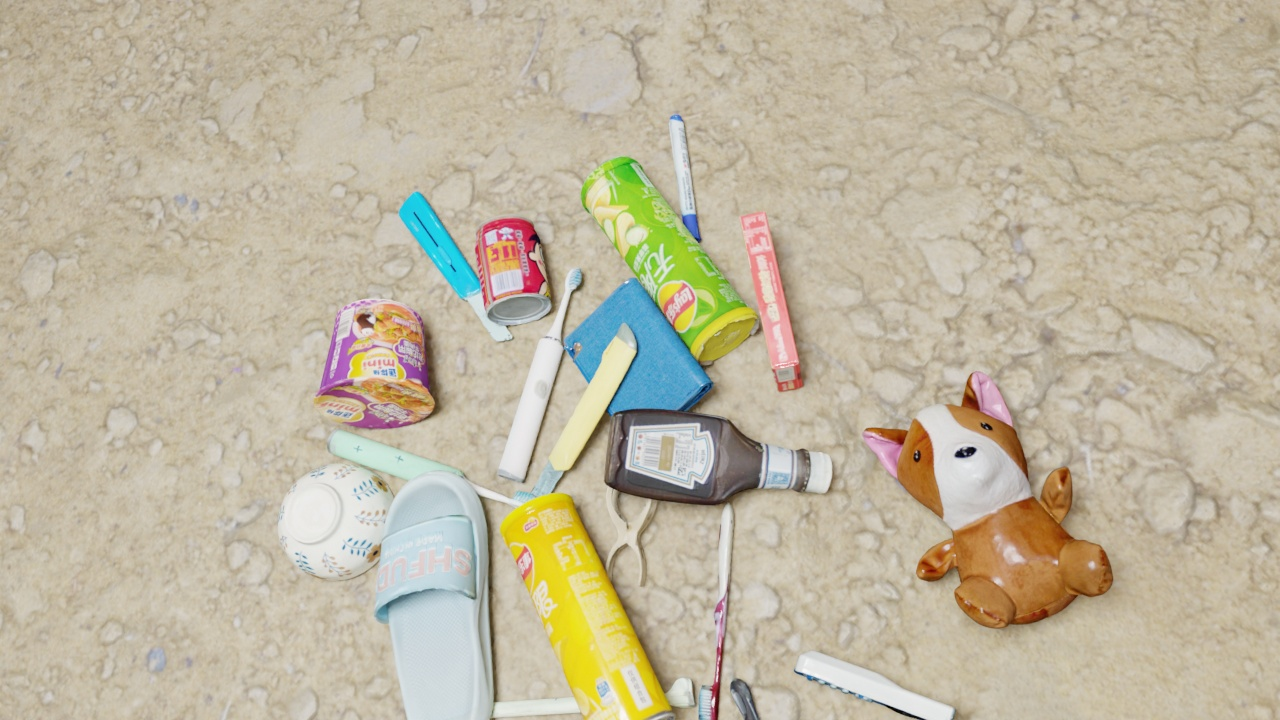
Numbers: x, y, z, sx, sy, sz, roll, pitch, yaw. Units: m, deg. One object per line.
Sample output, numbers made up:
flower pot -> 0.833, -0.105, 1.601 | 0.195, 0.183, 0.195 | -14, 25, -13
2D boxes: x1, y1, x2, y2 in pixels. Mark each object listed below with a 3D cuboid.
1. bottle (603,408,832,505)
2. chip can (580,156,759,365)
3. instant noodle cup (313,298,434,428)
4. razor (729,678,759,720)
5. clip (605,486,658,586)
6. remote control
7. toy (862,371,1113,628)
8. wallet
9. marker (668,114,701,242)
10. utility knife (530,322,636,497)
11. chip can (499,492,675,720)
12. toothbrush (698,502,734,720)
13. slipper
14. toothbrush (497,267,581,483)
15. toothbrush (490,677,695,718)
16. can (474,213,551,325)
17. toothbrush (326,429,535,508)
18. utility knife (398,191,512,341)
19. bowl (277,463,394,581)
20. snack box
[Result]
bottle -> 0.068, 0.088, 0.802 | 0.195, 0.044, 0.080 | 7, 85, -3
chip can -> 0.023, -0.101, 0.883 | 0.072, 0.072, 0.221 | -34, 69, -1
instant noodle cup -> -0.255, 0.001, 0.893 | 0.112, 0.112, 0.099 | -9, 61, 8
razor -> 0.103, 0.331, 0.751 | 0.043, 0.022, 0.142 | -43, 56, 43
clip -> 0.002, 0.150, 0.825 | 0.081, 0.034, 0.104 | -11, 75, 8
remote control -> 0.187, 0.264, 0.740 | 0.125, 0.049, 0.024 | 17, 73, 16
toy -> 0.274, 0.113, 0.741 | 0.140, 0.130, 0.199 | -24, 59, 9
wallet -> -0.005, 0.005, 0.856 | 0.106, 0.040, 0.133 | -44, 66, 21
marker -> 0.044, -0.186, 0.936 | 0.017, 0.017, 0.145 | -9, 71, 8
utility knife -> -0.055, 0.055, 0.846 | 0.031, 0.020, 0.195 | 35, 97, 28
chip can -> -0.047, 0.218, 0.779 | 0.072, 0.072, 0.213 | -31, 62, 0
toothbrush -> 0.067, 0.217, 0.799 | 0.017, 0.016, 0.187 | -1, 72, 22
slipper -> -0.189, 0.220, 0.813 | 0.104, 0.074, 0.245 | -17, 70, 18
toothbrush -> -0.094, 0.010, 0.894 | 0.026, 0.026, 0.220 | -3, 66, 51
toothbrush -> -0.047, 0.296, 0.794 | 0.190, 0.020, 0.029 | -9, 103, 10
can -> -0.128, -0.091, 0.913 | 0.066, 0.066, 0.093 | -15, 70, 6
toothbrush -> -0.204, 0.109, 0.884 | 0.225, 0.026, 0.027 | 16, 57, 16
utility knife -> -0.192, -0.096, 0.955 | 0.034, 0.018, 0.206 | -37, 70, -3
bowl -> -0.297, 0.149, 0.871 | 0.113, 0.062, 0.113 | -4, 70, 11
snack box -> 0.120, -0.054, 0.845 | 0.025, 0.075, 0.152 | -12, 70, 8
